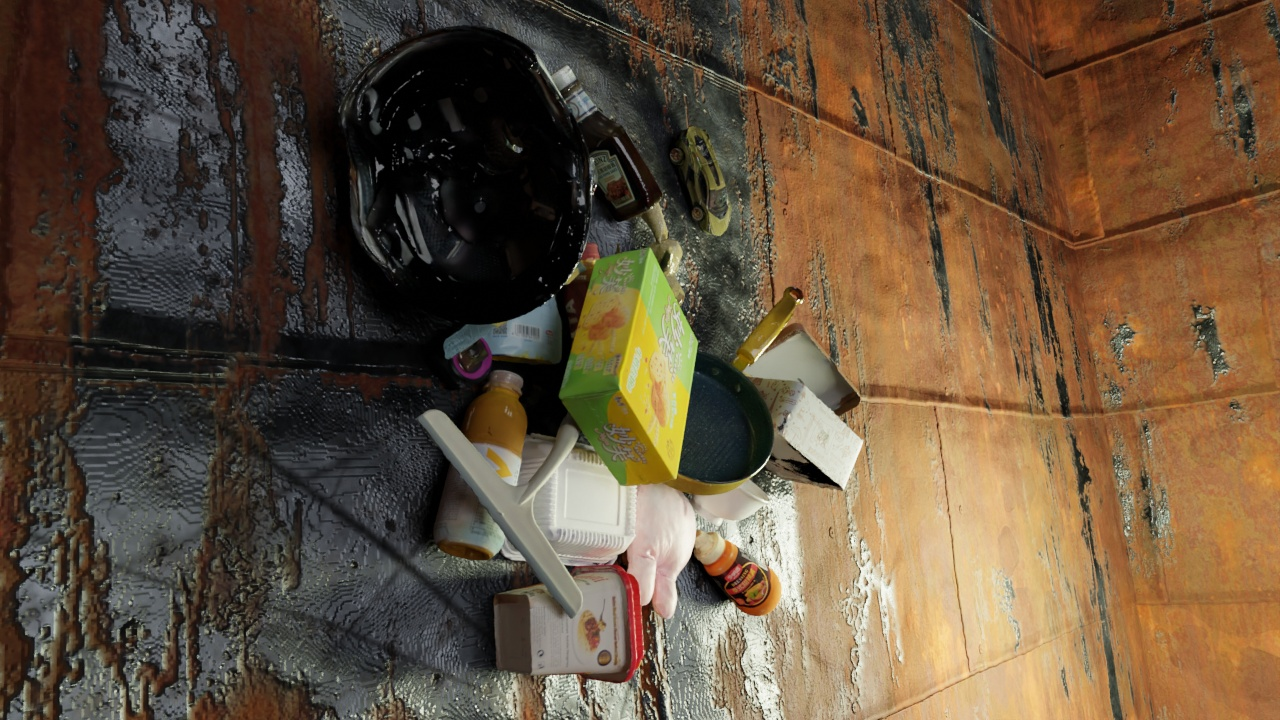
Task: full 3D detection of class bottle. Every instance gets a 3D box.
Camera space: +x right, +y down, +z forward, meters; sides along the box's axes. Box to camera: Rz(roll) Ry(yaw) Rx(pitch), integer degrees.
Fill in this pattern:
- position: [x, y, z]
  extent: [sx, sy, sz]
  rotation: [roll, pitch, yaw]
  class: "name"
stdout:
- position: [-0.153, 0.100, 0.909]
  extent: [0.068, 0.068, 0.189]
  rotation: [33, 54, -38]
  class: "bottle"
- position: [-0.050, -0.263, 1.113]
  extent: [0.043, 0.080, 0.195]
  rotation: [-48, 113, -37]
  class: "bottle"
- position: [0.117, 0.266, 1.175]
  extent: [0.149, 0.067, 0.066]
  rotation: [44, 50, -22]
  class: "bottle"
- position: [-0.057, -0.046, 1.057]
  extent: [0.057, 0.058, 0.175]
  rotation: [-8, 89, -49]
  class: "bottle"

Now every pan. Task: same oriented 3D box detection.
- position: [0.112, 0.019, 1.149]
  extent: [0.198, 0.078, 0.356]
  rotation: [38, 47, 6]
  class: "pan"

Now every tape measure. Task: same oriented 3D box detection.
- position: [-0.179, -0.001, 0.929]
  extent: [0.057, 0.039, 0.057]
  rotation: [59, 44, -19]
  class: "tape measure"

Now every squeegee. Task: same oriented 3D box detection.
- position: [-0.080, 0.081, 0.920]
  extent: [0.246, 0.039, 0.245]
  rotation: [57, 32, -18]
  class: "squeegee"

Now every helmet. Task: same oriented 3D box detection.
- position: [-0.160, -0.172, 0.893]
  extent: [0.157, 0.230, 0.274]
  rotation: [-105, 175, -86]
  class: "helmet"

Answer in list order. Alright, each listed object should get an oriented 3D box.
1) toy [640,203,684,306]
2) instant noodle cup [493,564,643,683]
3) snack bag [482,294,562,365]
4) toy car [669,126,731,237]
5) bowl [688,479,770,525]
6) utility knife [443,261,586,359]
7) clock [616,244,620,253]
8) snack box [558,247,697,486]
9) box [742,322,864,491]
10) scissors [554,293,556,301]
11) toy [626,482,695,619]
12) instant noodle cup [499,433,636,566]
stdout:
- position: [0.021, -0.138, 1.180]
  extent: [0.105, 0.066, 0.157]
  rotation: [86, -6, -80]
  class: "toy"
- position: [-0.076, 0.269, 0.927]
  extent: [0.124, 0.117, 0.116]
  rotation: [3, 77, -35]
  class: "instant noodle cup"
- position: [-0.130, -0.093, 1.002]
  extent: [0.110, 0.039, 0.191]
  rotation: [5, 80, -32]
  class: "snack bag"
- position: [0.091, -0.252, 1.299]
  extent: [0.070, 0.042, 0.158]
  rotation: [-32, 106, -47]
  class: "toy car"
- position: [0.099, 0.169, 1.162]
  extent: [0.118, 0.118, 0.065]
  rotation: [29, 97, -40]
  class: "bowl"
- position: [-0.131, -0.059, 0.961]
  extent: [0.031, 0.022, 0.215]
  rotation: [50, 54, 0]
  class: "utility knife"
- position: [-0.016, -0.077, 1.116]
  extent: [0.081, 0.055, 0.122]
  rotation: [-39, 115, -51]
  class: "clock"
- position: [-0.006, 0.006, 0.989]
  extent: [0.209, 0.070, 0.158]
  rotation: [-78, 149, -41]
  class: "snack box"
- position: [0.218, 0.059, 1.272]
  extent: [0.182, 0.152, 0.174]
  rotation: [40, 71, -34]
  class: "box"
- position: [-0.103, -0.128, 1.071]
  extent: [0.179, 0.014, 0.159]
  rotation: [44, 53, -35]
  class: "scissors"
- position: [0.020, 0.217, 1.079]
  extent: [0.121, 0.054, 0.159]
  rotation: [42, 47, -38]
  class: "toy"
- position: [-0.069, 0.151, 0.997]
  extent: [0.173, 0.060, 0.138]
  rotation: [19, 66, -45]
  class: "instant noodle cup"
